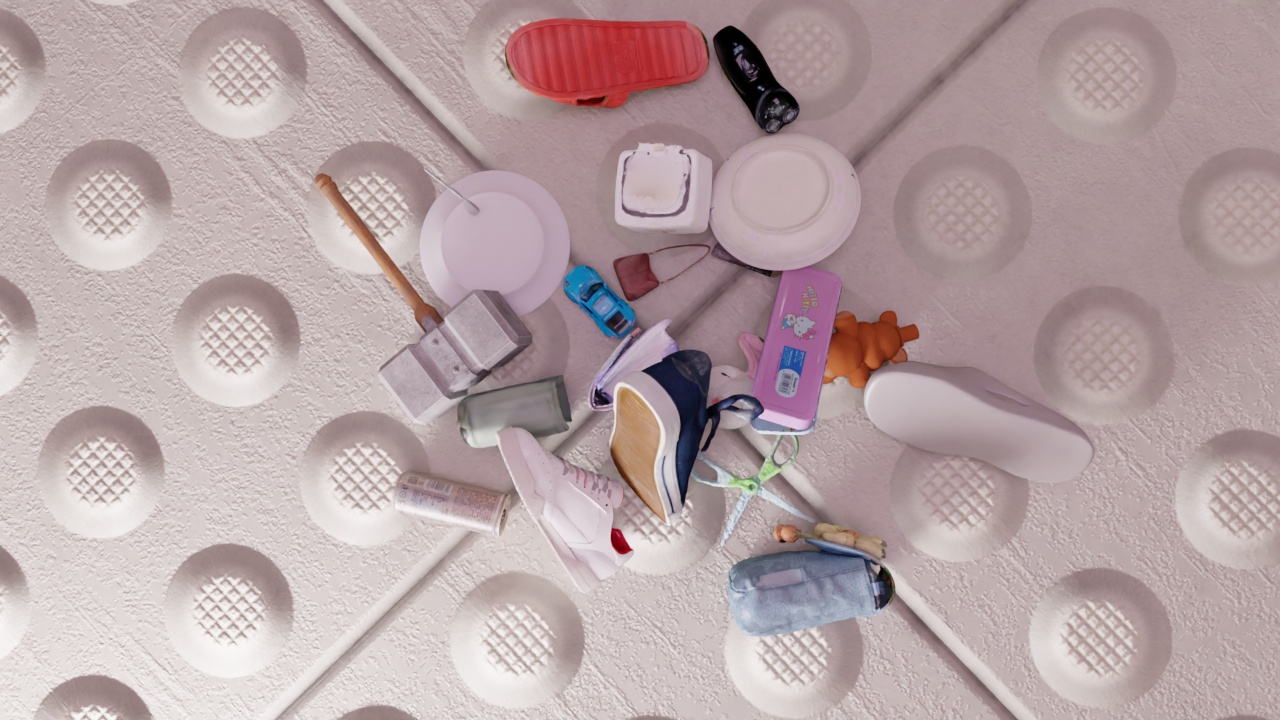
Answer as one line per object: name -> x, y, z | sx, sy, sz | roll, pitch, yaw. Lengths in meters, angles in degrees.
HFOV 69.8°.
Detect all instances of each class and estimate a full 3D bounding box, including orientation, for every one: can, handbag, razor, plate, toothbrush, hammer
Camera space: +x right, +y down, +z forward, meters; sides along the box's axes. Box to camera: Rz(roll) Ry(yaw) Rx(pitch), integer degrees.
can -> -0.230, 0.174, 1.117 | 0.135, 0.054, 0.054 | 13, 89, 2
handbag -> -0.006, 0.006, 1.059 | 0.126, 0.158, 0.069 | -35, 91, 1
razor -> 0.136, -0.341, 1.104 | 0.053, 0.063, 0.140 | -34, 89, 1
plate -> -0.183, -0.144, 1.139 | 0.188, 0.016, 0.188 | 0, 89, 3
toothbrush -> -0.216, -0.190, 1.041 | 0.010, 0.181, 0.010 | -34, 82, 4
plate -> 0.167, -0.196, 1.086 | 0.182, 0.034, 0.182 | -4, 71, 11
handbag -> -0.147, 0.063, 1.091 | 0.122, 0.106, 0.067 | -12, 91, 3
handbag -> 0.030, -0.118, 1.128 | 0.119, 0.029, 0.055 | -21, 90, -3
hammer -> -0.292, -0.099, 1.101 | 0.163, 0.083, 0.317 | -38, 88, 9
handbag -> 0.194, 0.247, 1.068 | 0.192, 0.121, 0.118 | -11, 89, 7

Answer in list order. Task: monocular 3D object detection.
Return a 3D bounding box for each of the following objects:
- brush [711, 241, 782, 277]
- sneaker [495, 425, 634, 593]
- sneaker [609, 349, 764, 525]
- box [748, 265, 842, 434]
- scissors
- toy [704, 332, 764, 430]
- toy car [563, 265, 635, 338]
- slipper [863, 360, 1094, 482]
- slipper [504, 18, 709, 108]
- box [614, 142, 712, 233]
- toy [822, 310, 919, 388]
brush -> 0.163, -0.121, 1.125 | 0.151, 0.012, 0.039 | 21, 90, 3
sneaker -> -0.077, 0.156, 1.065 | 0.104, 0.090, 0.237 | -30, 115, -6
sneaker -> 0.045, 0.084, 1.016 | 0.127, 0.295, 0.121 | -36, 63, -23
box -> 0.179, -0.014, 1.048 | 0.078, 0.065, 0.213 | 9, 57, 14
scissors -> 0.134, 0.151, 1.107 | 0.172, 0.021, 0.171 | 29, 102, 3
toy -> 0.074, 0.046, 1.082 | 0.205, 0.105, 0.131 | -16, 85, 1
toy car -> -0.052, -0.072, 1.125 | 0.048, 0.032, 0.105 | -43, 86, 2
slipper -> 0.396, 0.059, 1.083 | 0.266, 0.080, 0.113 | 18, 134, 7
slipper -> -0.041, -0.361, 1.117 | 0.248, 0.059, 0.103 | -6, 90, -13
box -> 0.022, -0.206, 1.082 | 0.107, 0.091, 0.102 | 5, 91, 20
toy -> 0.268, -0.018, 1.102 | 0.127, 0.065, 0.095 | -17, 95, -7
